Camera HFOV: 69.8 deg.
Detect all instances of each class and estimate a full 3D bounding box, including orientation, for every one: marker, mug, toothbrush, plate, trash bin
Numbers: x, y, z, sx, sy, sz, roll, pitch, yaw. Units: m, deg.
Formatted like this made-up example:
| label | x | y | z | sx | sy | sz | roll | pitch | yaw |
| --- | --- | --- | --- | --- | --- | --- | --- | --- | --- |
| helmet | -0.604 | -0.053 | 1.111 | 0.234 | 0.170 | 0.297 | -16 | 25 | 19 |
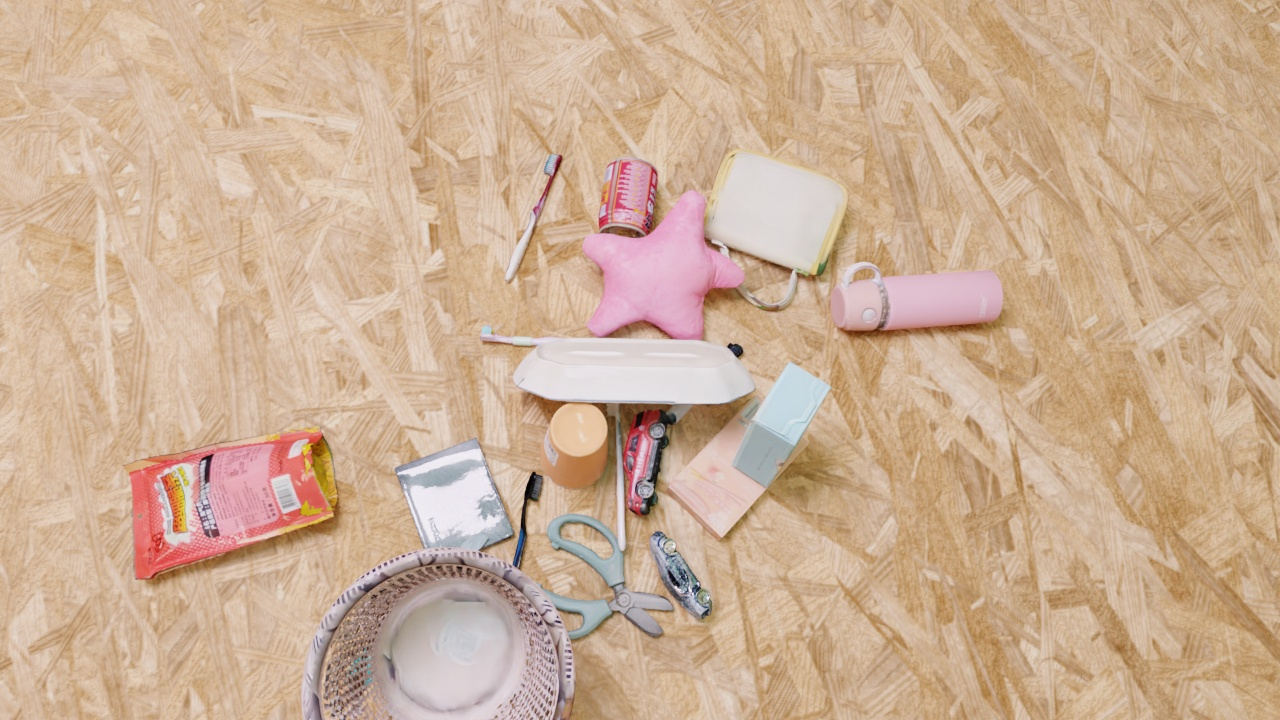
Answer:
| label | x | y | z | sx | sy | sz | roll | pitch | yaw |
| --- | --- | --- | --- | --- | --- | --- | --- | --- | --- |
| marker | 0.074 | 0.027 | 1.083 | 0.022 | 0.018 | 0.130 | 34 | 68 | 33 |
| mug | -0.070 | 0.088 | 0.989 | 0.078 | 0.123 | 0.078 | 2 | 71 | -5 |
| toothbrush | -0.027 | 0.125 | 1.032 | 0.016 | 0.016 | 0.179 | -5 | 66 | 2 |
| toothbrush | -0.134 | -0.179 | 1.131 | 0.017 | 0.016 | 0.187 | 16 | 70 | 8 |
| plate | -0.006 | 0.006 | 1.009 | 0.265 | 0.162 | 0.034 | 1 | 106 | -4 |
| toothbrush | -0.131 | 0.213 | 0.998 | 0.016 | 0.014 | 0.189 | 20 | 69 | -27 |
| toothbrush | -0.093 | -0.024 | 1.081 | 0.189 | 0.029 | 0.021 | 5 | 111 | -6 |
| trash bin | -0.181 | 0.286 | 0.860 | 0.227 | 0.192 | 0.227 | 1 | 81 | -8 |

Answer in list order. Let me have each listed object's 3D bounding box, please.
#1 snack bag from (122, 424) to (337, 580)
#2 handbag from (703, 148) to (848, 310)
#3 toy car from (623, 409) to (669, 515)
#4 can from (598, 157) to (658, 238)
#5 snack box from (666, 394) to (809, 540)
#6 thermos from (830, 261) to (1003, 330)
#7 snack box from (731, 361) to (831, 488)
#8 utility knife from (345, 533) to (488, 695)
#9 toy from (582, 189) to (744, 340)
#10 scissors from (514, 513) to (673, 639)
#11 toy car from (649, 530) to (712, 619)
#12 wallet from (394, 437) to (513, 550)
| label | x | y | z | sx | sy | sz | roll | pitch | yaw |
| --- | --- | --- | --- | --- | --- | --- | --- | --- | --- |
| snack bag | -0.432 | 0.142 | 0.965 | 0.208 | 0.073 | 0.128 | -16 | 69 | -6 |
| handbag | 0.155 | -0.155 | 1.140 | 0.163 | 0.063 | 0.178 | 19 | 85 | 1 |
| toy car | 0.004 | 0.113 | 1.026 | 0.045 | 0.053 | 0.120 | 5 | 68 | 11 |
| can | -0.016 | -0.191 | 1.121 | 0.066 | 0.067 | 0.093 | 9 | 70 | -4 |
| snack box | 0.112 | 0.121 | 1.049 | 0.084 | 0.026 | 0.157 | 44 | 72 | 9 |
| thermos | 0.335 | -0.081 | 1.116 | 0.198 | 0.087 | 0.067 | -3 | 27 | -8 |
| snack box | 0.144 | 0.072 | 0.962 | 0.051 | 0.175 | 0.074 | 32 | 71 | 10 |
| utility knife | -0.235 | 0.263 | 0.965 | 0.029 | 0.013 | 0.209 | 40 | 76 | 5 |
| toy | 0.022 | -0.087 | 1.078 | 0.194 | 0.074 | 0.178 | -26 | 101 | -2 |
| scissors | -0.056 | 0.259 | 0.988 | 0.177 | 0.019 | 0.169 | 42 | 71 | 8 |
| toy car | 0.040 | 0.233 | 0.991 | 0.031 | 0.049 | 0.105 | -30 | 76 | -18 |
| wallet | -0.205 | 0.156 | 1.007 | 0.097 | 0.019 | 0.120 | -21 | 76 | -11 |
